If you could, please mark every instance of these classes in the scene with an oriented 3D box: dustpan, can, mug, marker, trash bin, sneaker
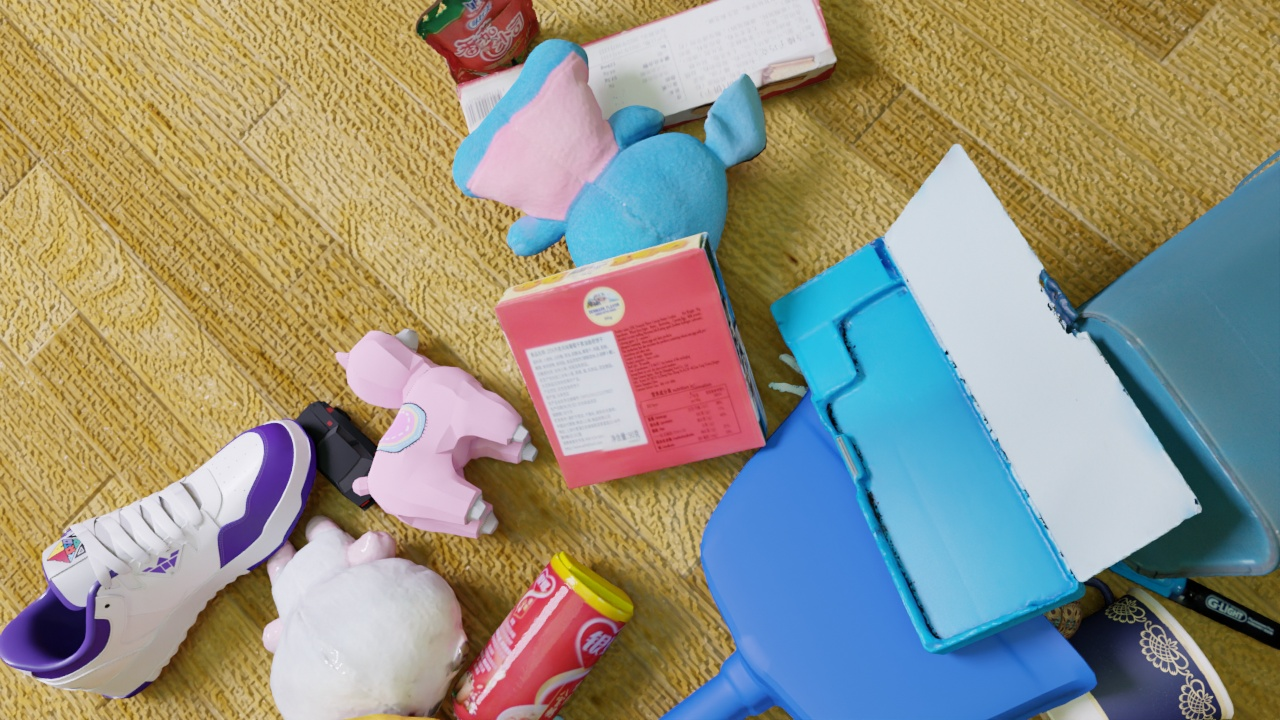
[{"bbox_3d":[0.089,0.178,0.576,0.257,0.059,0.245,-37,59,-2],"label":"dustpan"},{"bbox_3d":[-0.066,0.196,0.617,0.067,0.066,0.124,37,88,12],"label":"can"},{"bbox_3d":[0.284,0.191,0.569,0.089,0.086,0.111,-31,43,4],"label":"mug"},{"bbox_3d":[0.360,0.153,0.592,0.123,0.015,0.018,26,84,9],"label":"marker"},{"bbox_3d":[0.351,-0.001,0.509,0.218,0.197,0.199,-29,77,-7],"label":"trash bin"},{"bbox_3d":[-0.338,0.127,0.633,0.092,0.111,0.244,40,91,32],"label":"sneaker"}]

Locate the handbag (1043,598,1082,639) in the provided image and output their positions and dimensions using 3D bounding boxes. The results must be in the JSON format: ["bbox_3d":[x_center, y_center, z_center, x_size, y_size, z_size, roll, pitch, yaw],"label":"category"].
[{"bbox_3d":[0.226,0.083,0.590,0.043,0.094,0.195,14,72,-32],"label":"handbag"}]

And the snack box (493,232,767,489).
[{"bbox_3d":[-0.004,0.004,0.608,0.143,0.040,0.145,-14,111,15],"label":"snack box"}]

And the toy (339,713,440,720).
[{"bbox_3d":[-0.154,0.312,0.565,0.147,0.098,0.217,8,118,0],"label":"toy"}]

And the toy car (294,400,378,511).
[{"bbox_3d":[-0.222,0.067,0.675,0.092,0.036,0.042,41,88,12],"label":"toy car"}]

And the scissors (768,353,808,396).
[{"bbox_3d":[0.146,0.039,0.641,0.135,0.016,0.083,14,85,11],"label":"scissors"}]

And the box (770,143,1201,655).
[{"bbox_3d":[0.186,0.021,0.529,0.176,0.060,0.243,-45,51,37],"label":"box"}]

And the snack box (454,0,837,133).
[{"bbox_3d":[0.003,-0.209,0.686,0.273,0.044,0.076,-17,85,6],"label":"snack box"}]

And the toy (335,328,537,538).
[{"bbox_3d":[-0.155,0.048,0.648,0.157,0.067,0.123,25,70,13],"label":"toy"}]

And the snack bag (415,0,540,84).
[{"bbox_3d":[-0.116,-0.246,0.650,0.087,0.155,0.044,-40,81,-1],"label":"snack bag"}]

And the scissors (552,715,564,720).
[{"bbox_3d":[-0.056,0.293,0.600,0.108,0.012,0.131,22,61,33],"label":"scissors"}]

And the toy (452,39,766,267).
[{"bbox_3d":[-0.020,-0.131,0.635,0.191,0.099,0.224,39,99,-4],"label":"toy"}]

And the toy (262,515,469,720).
[{"bbox_3d":[-0.201,0.180,0.629,0.139,0.101,0.179,-46,54,-2],"label":"toy"}]
